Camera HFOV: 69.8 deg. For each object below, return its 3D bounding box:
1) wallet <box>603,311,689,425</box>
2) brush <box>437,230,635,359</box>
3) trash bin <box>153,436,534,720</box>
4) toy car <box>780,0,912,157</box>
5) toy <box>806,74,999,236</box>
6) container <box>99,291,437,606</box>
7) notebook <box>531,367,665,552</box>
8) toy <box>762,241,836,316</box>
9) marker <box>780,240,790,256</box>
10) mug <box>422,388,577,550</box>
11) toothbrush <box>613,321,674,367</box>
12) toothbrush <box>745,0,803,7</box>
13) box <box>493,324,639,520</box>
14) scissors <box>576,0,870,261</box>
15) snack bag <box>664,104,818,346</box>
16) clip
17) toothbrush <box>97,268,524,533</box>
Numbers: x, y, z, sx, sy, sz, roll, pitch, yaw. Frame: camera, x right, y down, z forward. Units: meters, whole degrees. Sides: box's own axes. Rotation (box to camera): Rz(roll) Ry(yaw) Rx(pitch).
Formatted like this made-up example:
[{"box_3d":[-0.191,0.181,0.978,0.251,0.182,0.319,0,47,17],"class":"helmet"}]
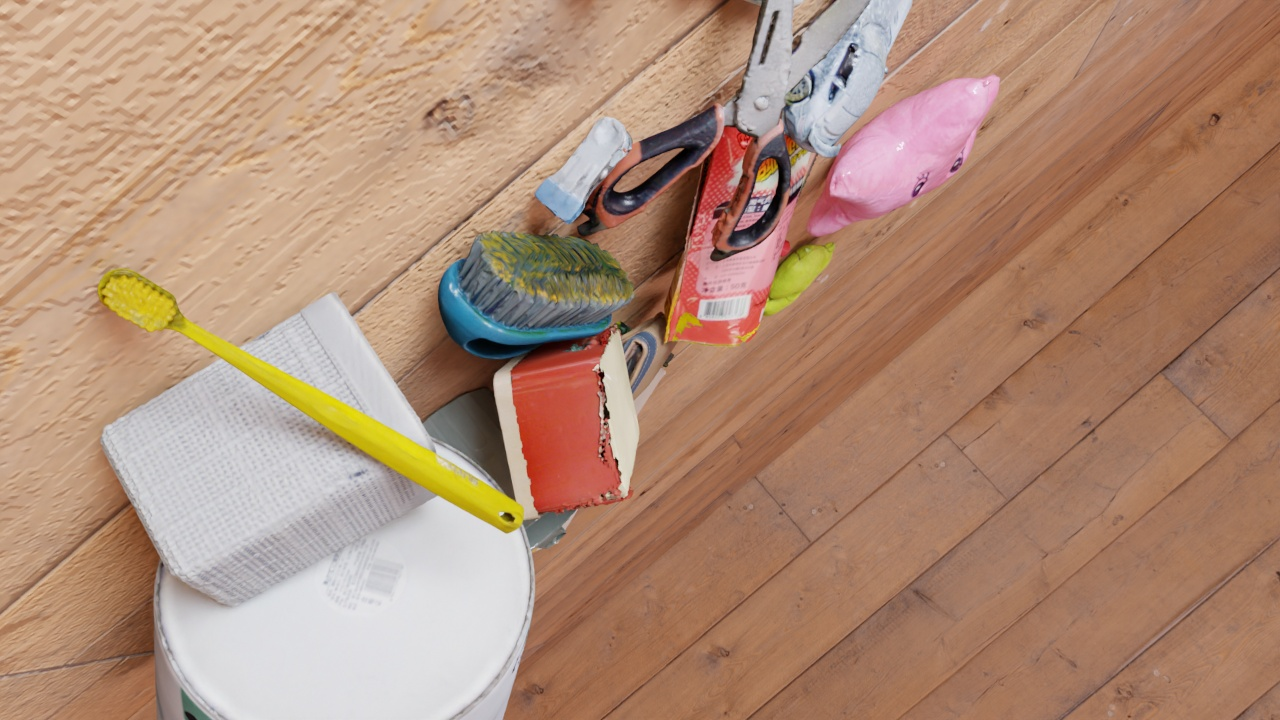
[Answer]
[{"box_3d":[-0.004,0.004,0.712,0.090,0.033,0.115,-58,170,25],"class":"wallet"},{"box_3d":[-0.061,-0.031,0.508,0.074,0.055,0.143,-43,166,22],"class":"brush"},{"box_3d":[-0.178,0.182,0.548,0.228,0.229,0.253,-29,155,-37],"class":"trash bin"},{"box_3d":[0.122,-0.176,0.525,0.054,0.037,0.121,3,116,-54],"class":"toy car"},{"box_3d":[0.213,-0.168,0.736,0.194,0.074,0.179,-33,172,-28],"class":"toy"},{"box_3d":[-0.163,0.045,0.419,0.114,0.090,0.090,-32,163,-19],"class":"container"},{"box_3d":[-0.042,0.089,0.854,0.206,0.010,0.146,-58,170,0],"class":"notebook"},{"box_3d":[0.155,-0.082,0.940,0.096,0.031,0.100,-34,165,-16],"class":"toy"},{"box_3d":[0.102,-0.102,0.777,0.017,0.017,0.145,-45,164,17],"class":"marker"},{"box_3d":[-0.102,0.088,0.660,0.083,0.103,0.124,-39,166,-4],"class":"mug"},{"box_3d":[0.005,-0.014,0.806,0.017,0.012,0.185,-47,165,3],"class":"toothbrush"},{"box_3d":[0.033,-0.169,0.409,0.191,0.018,0.016,-19,156,-53],"class":"toothbrush"},{"box_3d":[-0.032,0.032,0.566,0.078,0.091,0.168,-10,-172,4],"class":"box"},{"box_3d":[0.052,-0.121,0.490,0.227,0.015,0.189,-27,148,21],"class":"scissors"},{"box_3d":[0.072,-0.101,0.622,0.128,0.073,0.208,-30,151,-32],"class":"snack bag"},{"box_3d":[-0.027,-0.097,0.463,0.058,0.025,0.036,-47,171,5],"class":"clip"},{"box_3d":[-0.118,0.023,0.359,0.015,0.190,0.017,-56,-148,-7],"class":"toothbrush"}]
